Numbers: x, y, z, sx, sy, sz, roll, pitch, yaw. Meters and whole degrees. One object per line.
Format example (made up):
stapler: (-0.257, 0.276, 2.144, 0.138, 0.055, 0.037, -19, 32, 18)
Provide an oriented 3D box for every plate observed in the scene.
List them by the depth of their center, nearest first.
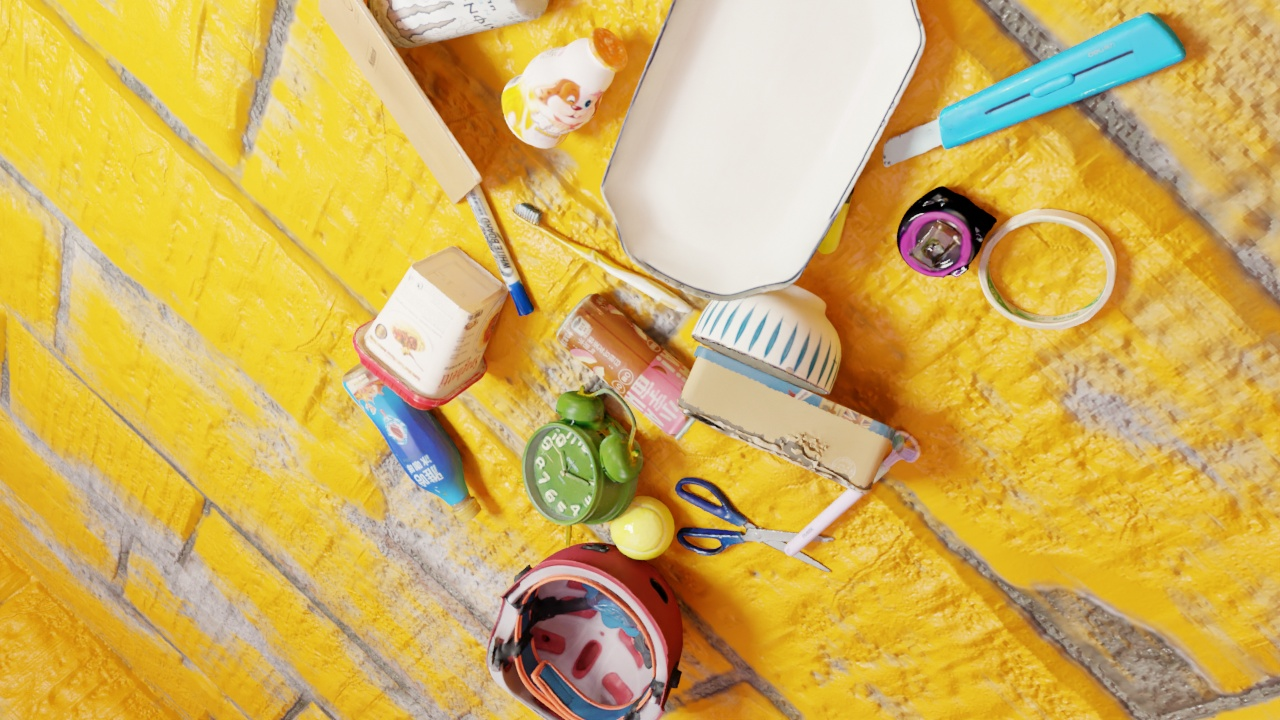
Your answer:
plate: (0.078, -0.166, 0.628, 0.162, 0.034, 0.266, 24, 119, 0)

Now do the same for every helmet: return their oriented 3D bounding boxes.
helmet: (-0.041, 0.286, 0.997, 0.207, 0.143, 0.241, 30, 119, 12)

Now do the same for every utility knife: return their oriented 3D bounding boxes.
utility knife: (0.235, -0.163, 0.578, 0.188, 0.018, 0.034, -18, 110, 42)

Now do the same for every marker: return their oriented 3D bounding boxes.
marker: (0.148, -0.134, 0.660, 0.018, 0.015, 0.124, 22, 127, 19)
marker: (-0.135, -0.109, 0.863, 0.017, 0.016, 0.146, -5, 118, 36)

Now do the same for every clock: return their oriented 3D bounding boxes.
clock: (-0.055, 0.096, 0.903, 0.116, 0.056, 0.162, 47, 120, 25)

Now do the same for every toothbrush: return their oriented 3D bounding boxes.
toothbrush: (-0.035, -0.092, 0.810, 0.191, 0.016, 0.018, 30, 124, 13)
toothbrush: (0.180, 0.125, 0.811, 0.029, 0.021, 0.190, 55, 136, 22)

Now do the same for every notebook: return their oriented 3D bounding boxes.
notebook: (-0.207, -0.230, 0.781, 0.207, 0.008, 0.148, 56, 165, -13)

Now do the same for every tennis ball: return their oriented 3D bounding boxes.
tennis ball: (0.002, 0.170, 0.935, 0.065, 0.065, 0.066, 18, 129, 23)

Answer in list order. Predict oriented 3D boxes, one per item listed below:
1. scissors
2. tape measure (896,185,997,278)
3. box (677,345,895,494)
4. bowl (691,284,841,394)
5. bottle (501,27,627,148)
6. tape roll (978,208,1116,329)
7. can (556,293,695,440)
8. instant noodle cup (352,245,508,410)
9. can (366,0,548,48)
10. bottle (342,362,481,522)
scissors: (0.101, 0.171, 0.907, 0.163, 0.012, 0.161, 43, 132, 0)
tape measure: (0.207, -0.087, 0.634, 0.057, 0.039, 0.058, 36, 134, 7)
box: (0.110, 0.046, 0.743, 0.184, 0.090, 0.061, 26, 89, 9)
bowl: (0.105, -0.025, 0.713, 0.116, 0.116, 0.066, 24, 89, 18)
bottle: (-0.058, -0.211, 0.707, 0.109, 0.063, 0.063, -26, 104, 42)
tape roll: (0.276, -0.061, 0.624, 0.086, 0.013, 0.086, 18, 129, 23)
can: (-0.005, 0.005, 0.828, 0.147, 0.057, 0.058, 40, 134, 3)
instant noodle cup: (-0.199, -0.036, 0.901, 0.116, 0.116, 0.124, 38, 122, 5)
can: (-0.143, -0.284, 0.716, 0.147, 0.058, 0.058, 2, 121, 33)
bottle: (-0.254, 0.092, 1.051, 0.065, 0.065, 0.219, -20, 109, 41)
